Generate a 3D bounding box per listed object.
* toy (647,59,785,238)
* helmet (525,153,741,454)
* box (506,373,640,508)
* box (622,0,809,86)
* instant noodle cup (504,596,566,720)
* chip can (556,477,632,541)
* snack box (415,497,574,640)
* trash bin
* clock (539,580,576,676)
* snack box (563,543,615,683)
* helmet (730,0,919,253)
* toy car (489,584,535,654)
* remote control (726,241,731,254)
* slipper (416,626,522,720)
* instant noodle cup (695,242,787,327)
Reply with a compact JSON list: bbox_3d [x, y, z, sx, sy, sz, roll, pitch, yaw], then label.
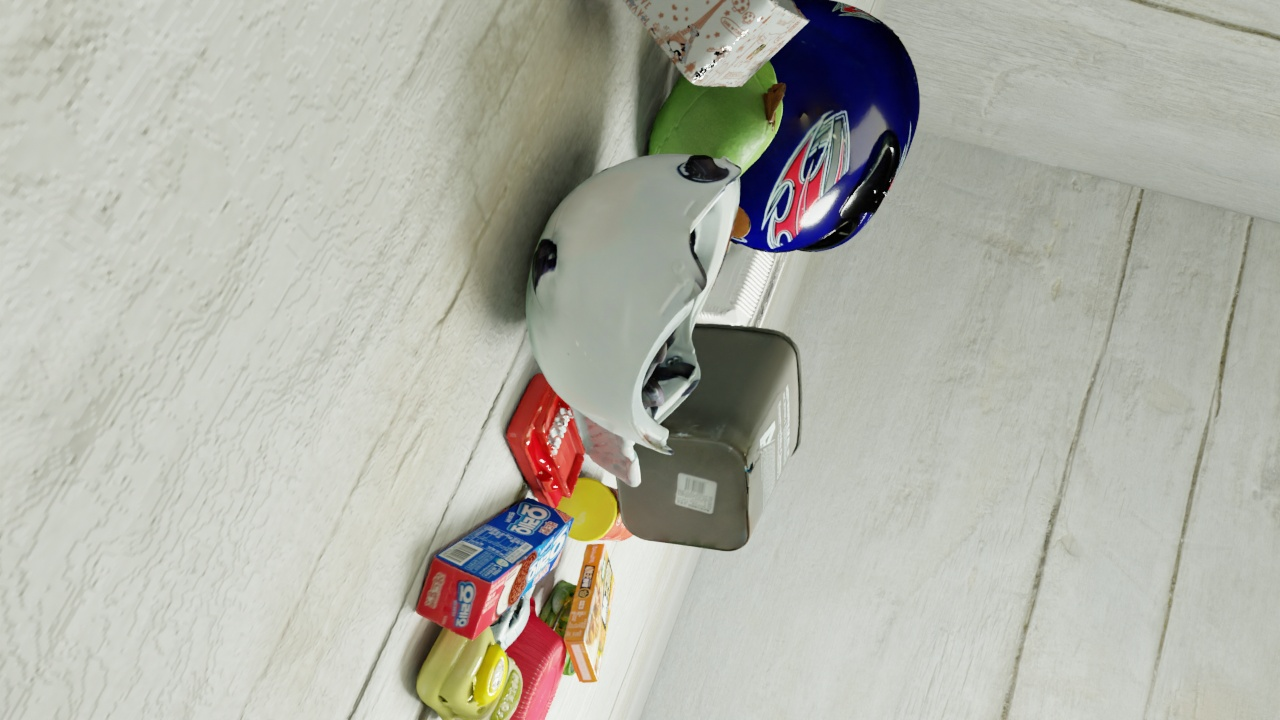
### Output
[{"bbox_3d":[0.071,-0.224,0.872,0.247,0.089,0.226,-39,-125,57],"label":"toy"},{"bbox_3d":[-0.011,-0.064,0.750,0.230,0.146,0.257,97,10,-47],"label":"helmet"},{"bbox_3d":[-0.053,0.087,0.887,0.202,0.101,0.095,82,28,-63],"label":"box"},{"bbox_3d":[0.034,-0.336,0.675,0.178,0.131,0.272,-39,117,-66],"label":"box"},{"bbox_3d":[-0.136,0.364,1.020,0.193,0.066,0.194,20,89,-79],"label":"instant noodle cup"},{"bbox_3d":[-0.046,0.188,1.129,0.216,0.073,0.073,53,57,-75],"label":"chip can"},{"bbox_3d":[-0.123,0.178,0.825,0.207,0.057,0.058,-21,131,-75],"label":"snack box"},{"bbox_3d":[0.078,0.091,1.081,0.219,0.199,0.199,-59,148,-56],"label":"trash bin"},{"bbox_3d":[-0.098,0.344,1.172,0.161,0.056,0.116,70,39,-70],"label":"clock"},{"bbox_3d":[-0.058,0.298,1.095,0.153,0.026,0.075,-78,159,-56],"label":"snack box"},{"bbox_3d":[0.162,-0.238,1.032,0.239,0.247,0.316,-34,152,-34],"label":"helmet"},{"bbox_3d":[-0.129,0.247,0.947,0.054,0.037,0.120,88,21,-57],"label":"toy car"},{"bbox_3d":[0.113,-0.215,1.266,0.019,0.056,0.135,-27,135,-71],"label":"remote control"},{"bbox_3d":[-0.145,0.290,0.841,0.191,0.081,0.091,95,16,-55],"label":"slipper"},{"bbox_3d":[0.119,-0.114,1.304,0.060,0.138,0.173,41,66,-53],"label":"instant noodle cup"}]
